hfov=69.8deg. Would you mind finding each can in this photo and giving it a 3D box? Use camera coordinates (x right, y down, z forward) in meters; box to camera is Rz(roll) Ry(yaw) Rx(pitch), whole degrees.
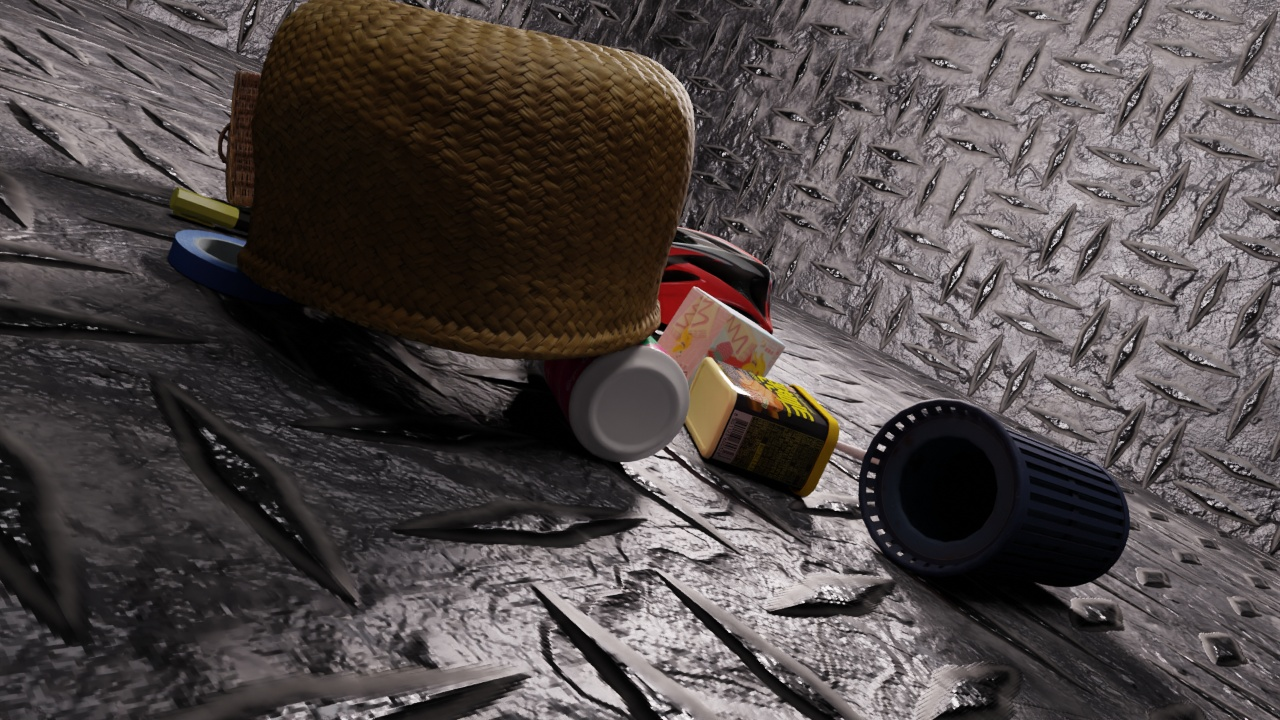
[{"bbox_3d":[-0.027,0.008,0.707,0.088,0.088,0.166,21,12,-23],"label":"can"},{"bbox_3d":[0.102,0.055,0.822,0.101,0.072,0.130,20,12,-13],"label":"can"}]

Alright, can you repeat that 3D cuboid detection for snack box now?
[{"bbox_3d":[0.081,-0.008,0.973,0.093,0.095,0.079,27,10,-38],"label":"snack box"}]

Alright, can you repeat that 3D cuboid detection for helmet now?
[{"bbox_3d":[0.039,-0.085,1.167,0.272,0.167,0.217,15,1,15],"label":"helmet"}]

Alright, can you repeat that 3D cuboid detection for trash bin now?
[{"bbox_3d":[0.318,0.126,0.800,0.249,0.139,0.139,17,13,-41],"label":"trash bin"}]

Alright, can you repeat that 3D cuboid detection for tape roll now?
[{"bbox_3d":[-0.292,-0.068,0.666,0.091,0.016,0.093,30,12,21],"label":"tape roll"}]

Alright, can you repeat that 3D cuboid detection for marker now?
[{"bbox_3d":[-0.336,-0.115,0.786,0.123,0.021,0.017,20,13,-43],"label":"marker"}]

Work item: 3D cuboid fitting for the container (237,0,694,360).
[{"bbox_3d":[-0.110,-0.137,0.649,0.307,0.197,0.306,11,16,-3],"label":"container"}]

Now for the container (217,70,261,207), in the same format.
[{"bbox_3d":[-0.289,-0.194,0.866,0.198,0.114,0.113,3,9,-29],"label":"container"}]

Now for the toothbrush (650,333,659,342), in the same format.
[{"bbox_3d":[-0.050,-0.048,1.077,0.197,0.031,0.031,26,22,15],"label":"toothbrush"}]

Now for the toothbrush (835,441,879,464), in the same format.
[{"bbox_3d":[0.219,0.094,1.043,0.181,0.016,0.018,22,6,-12],"label":"toothbrush"}]

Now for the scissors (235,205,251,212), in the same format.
[{"bbox_3d":[-0.344,-0.143,0.918,0.056,0.015,0.136,34,11,27],"label":"scissors"}]
